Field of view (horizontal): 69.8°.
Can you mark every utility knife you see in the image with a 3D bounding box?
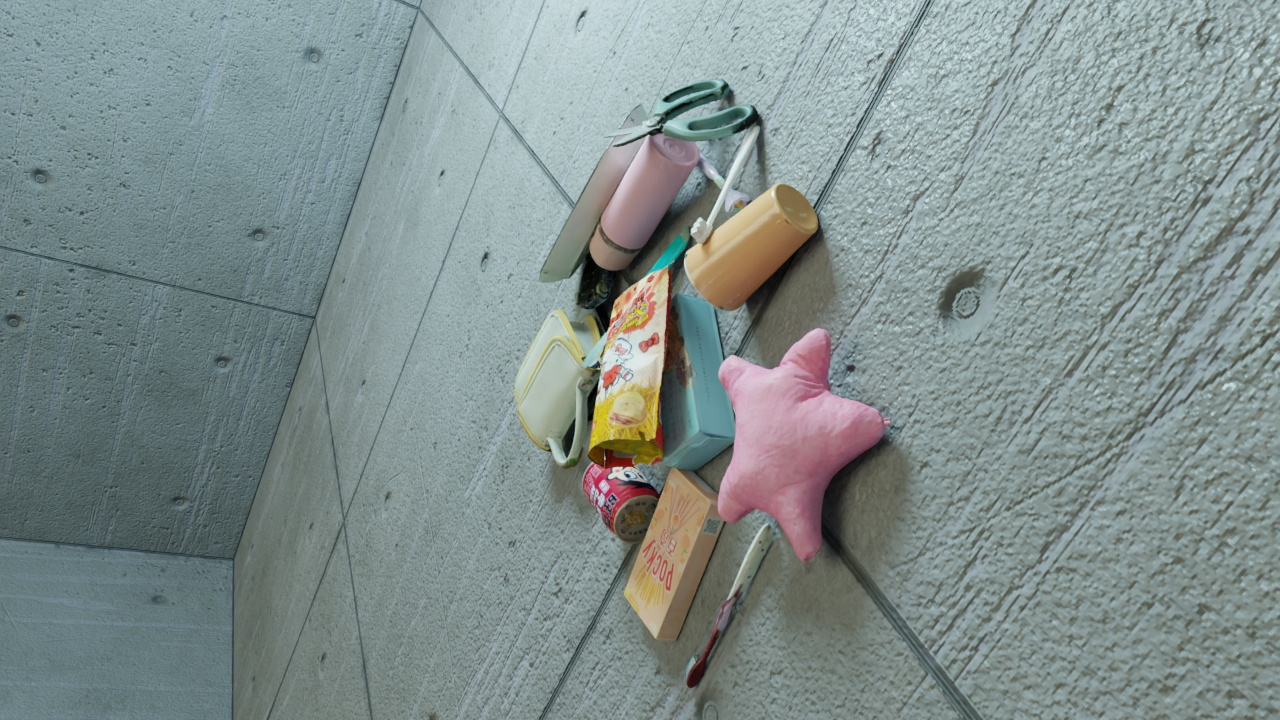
[{"bbox_3d":[-0.005,-0.072,1.084,0.209,0.013,0.029,-51,36,11],"label":"utility knife"}]

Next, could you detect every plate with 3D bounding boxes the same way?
[{"bbox_3d":[-0.054,-0.207,1.195,0.266,0.034,0.161,-58,2,26],"label":"plate"}]

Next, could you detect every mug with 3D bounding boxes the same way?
[{"bbox_3d":[0.110,-0.114,0.897,0.123,0.078,0.078,-41,45,38],"label":"mug"}]

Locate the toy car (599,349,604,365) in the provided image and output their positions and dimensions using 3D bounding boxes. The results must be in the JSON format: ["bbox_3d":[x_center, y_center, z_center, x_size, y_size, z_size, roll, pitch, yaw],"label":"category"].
[{"bbox_3d":[-0.008,0.011,1.061,0.045,0.053,0.120,-53,30,6],"label":"toy car"}]

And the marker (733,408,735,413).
[{"bbox_3d":[0.110,0.083,0.868,0.023,0.018,0.130,-41,45,33],"label":"marker"}]

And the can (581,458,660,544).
[{"bbox_3d":[-0.018,0.151,1.008,0.094,0.066,0.066,45,117,56],"label":"can"}]

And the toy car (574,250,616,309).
[{"bbox_3d":[-0.054,-0.110,1.201,0.049,0.031,0.105,-17,50,43],"label":"toy car"}]

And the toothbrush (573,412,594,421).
[{"bbox_3d":[-0.043,0.066,1.138,0.190,0.014,0.016,-10,54,58],"label":"toothbrush"}]

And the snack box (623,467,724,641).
[{"bbox_3d":[0.035,0.197,0.940,0.084,0.026,0.157,38,111,58],"label":"snack box"}]

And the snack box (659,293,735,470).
[{"bbox_3d":[0.048,0.021,0.962,0.074,0.051,0.174,-44,43,44],"label":"snack box"}]

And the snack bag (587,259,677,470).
[{"bbox_3d":[-0.006,0.006,0.959,0.129,0.073,0.207,-39,40,52],"label":"snack bag"}]

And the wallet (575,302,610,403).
[{"bbox_3d":[-0.066,-0.015,1.208,0.097,0.019,0.120,-59,36,31],"label":"wallet"}]

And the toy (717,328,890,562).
[{"bbox_3d":[0.133,0.073,0.782,0.179,0.074,0.194,-14,70,46],"label":"toy"}]

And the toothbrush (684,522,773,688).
[{"bbox_3d":[0.081,0.230,0.860,0.188,0.016,0.017,-67,21,17],"label":"toothbrush"}]

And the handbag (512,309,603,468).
[{"bbox_3d":[-0.102,0.044,1.171,0.164,0.063,0.178,-58,37,35],"label":"handbag"}]

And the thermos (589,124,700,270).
[{"bbox_3d":[0.002,-0.195,1.111,0.199,0.067,0.087,-55,7,48],"label":"thermos"}]

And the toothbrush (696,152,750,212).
[{"bbox_3d":[0.078,-0.217,1.046,0.029,0.021,0.189,-30,39,2],"label":"toothbrush"}]

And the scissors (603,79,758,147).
[{"bbox_3d":[0.050,-0.261,1.008,0.169,0.177,0.019,36,149,42],"label":"scissors"}]

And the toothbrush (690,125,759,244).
[{"bbox_3d":[0.089,-0.186,0.943,0.016,0.016,0.179,-21,34,51],"label":"toothbrush"}]
